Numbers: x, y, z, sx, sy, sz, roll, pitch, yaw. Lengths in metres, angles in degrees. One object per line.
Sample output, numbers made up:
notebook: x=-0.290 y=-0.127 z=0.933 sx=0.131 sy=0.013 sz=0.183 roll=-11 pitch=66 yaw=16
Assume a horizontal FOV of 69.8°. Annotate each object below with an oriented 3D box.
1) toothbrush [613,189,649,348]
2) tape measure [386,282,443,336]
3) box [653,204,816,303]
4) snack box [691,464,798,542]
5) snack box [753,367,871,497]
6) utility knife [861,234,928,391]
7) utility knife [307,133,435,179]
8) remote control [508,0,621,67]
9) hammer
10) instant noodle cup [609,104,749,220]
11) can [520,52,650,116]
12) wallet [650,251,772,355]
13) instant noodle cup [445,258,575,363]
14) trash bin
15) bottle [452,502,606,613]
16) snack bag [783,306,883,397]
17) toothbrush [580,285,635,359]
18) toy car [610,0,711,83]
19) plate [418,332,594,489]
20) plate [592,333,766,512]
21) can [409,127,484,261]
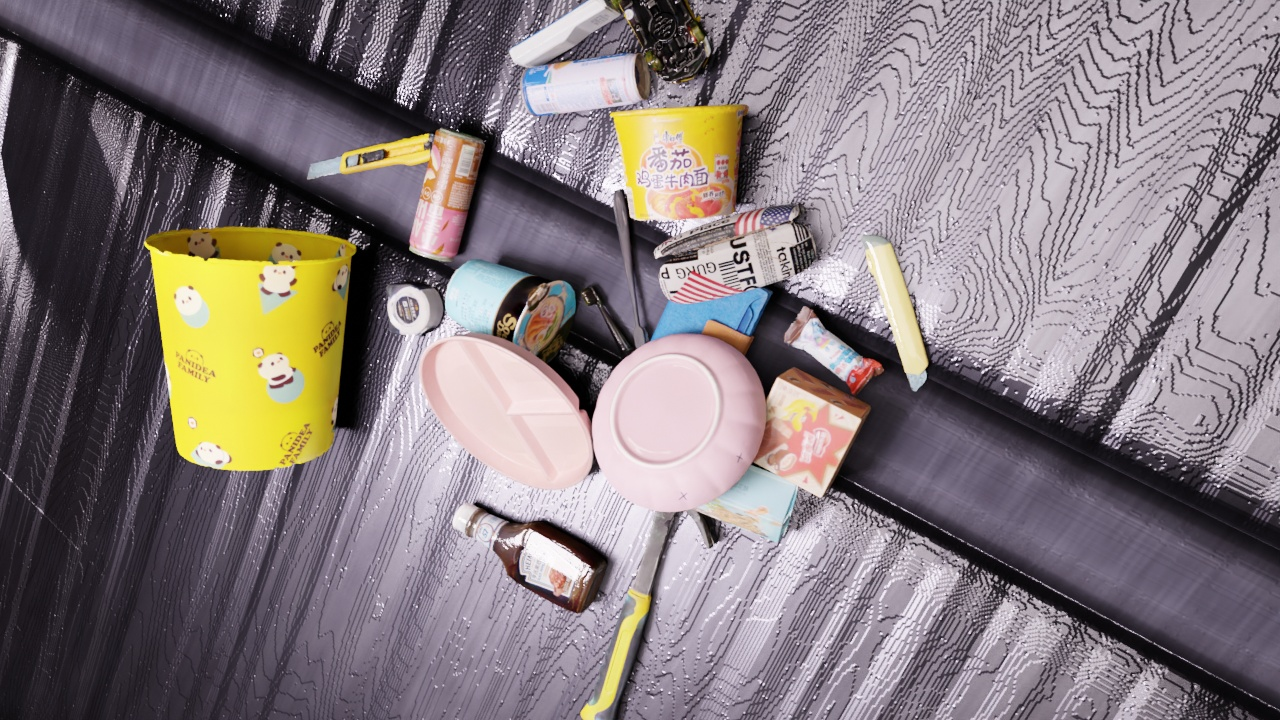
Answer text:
toothbrush: x=-0.011 y=-0.102 z=1.029 sx=0.016 sy=0.018 sz=0.181 roll=-8 pitch=92 yaw=28
tape measure: x=-0.277 y=-0.063 z=1.127 sx=0.066 sy=0.033 sz=0.066 roll=4 pitch=101 yaw=23
box: x=0.095 y=-0.122 z=0.949 sx=0.163 sy=0.076 sz=0.087 roll=-15 pitch=47 yaw=14
snack box: x=0.078 y=0.133 z=0.979 sx=0.175 sy=0.074 sz=0.051 roll=19 pitch=68 yaw=13
snack box: x=0.171 y=0.072 z=0.947 sx=0.094 sy=0.077 sz=0.093 roll=28 pitch=106 yaw=15
utility knife: x=0.260 y=-0.049 z=0.928 sx=0.031 sy=0.018 sz=0.167 roll=-16 pitch=90 yaw=27
utility knife: x=-0.332 y=-0.248 z=1.133 sx=0.209 sy=0.015 sz=0.033 roll=-6 pitch=92 yaw=22
remote control: x=-0.083 y=-0.357 z=1.004 sx=0.125 sy=0.049 sz=0.024 roll=-24 pitch=90 yaw=23
hammer: x=-0.003 y=0.289 z=1.069 sx=0.126 sy=0.031 sz=0.324 roll=21 pitch=104 yaw=18
instant noodle cup: x=0.042 y=-0.202 z=0.936 sx=0.138 sy=0.137 sz=0.110 roll=2 pitch=105 yaw=21
can: x=-0.060 y=-0.300 z=0.999 sx=0.135 sy=0.053 sz=0.053 roll=-1 pitch=97 yaw=21
wallet: x=0.072 y=-0.037 z=0.994 sx=0.106 sy=0.040 sz=0.133 roll=30 pitch=107 yaw=20
instant noodle cup: x=-0.154 y=-0.062 z=1.047 sx=0.120 sy=0.111 sz=0.111 roll=26 pitch=106 yaw=24
trash bin: x=-0.466 y=-0.018 z=1.113 sx=0.230 sy=0.229 sz=0.255 roll=11 pitch=106 yaw=19
bottle: x=-0.139 y=0.229 z=1.108 sx=0.195 sy=0.044 sz=0.080 roll=25 pitch=104 yaw=17
snack bag: x=0.199 y=-0.008 z=0.953 sx=0.105 sy=0.026 sz=0.045 roll=40 pitch=112 yaw=14
toothbrush: x=-0.006 y=0.006 z=1.034 sx=0.212 sy=0.027 sz=0.026 roll=58 pitch=144 yaw=5
toy car: x=0.020 y=-0.362 z=0.966 sx=0.071 sy=0.041 sz=0.156 roll=-30 pitch=84 yaw=22
plate: x=-0.149 y=0.057 z=1.039 sx=0.230 sy=0.028 sz=0.230 roll=20 pitch=139 yaw=18
plate: x=0.031 y=0.056 z=0.936 sx=0.193 sy=0.039 sz=0.192 roll=-10 pitch=65 yaw=22
can: x=-0.228 y=-0.194 z=1.077 sx=0.058 sy=0.057 sz=0.147 roll=22 pitch=104 yaw=17
